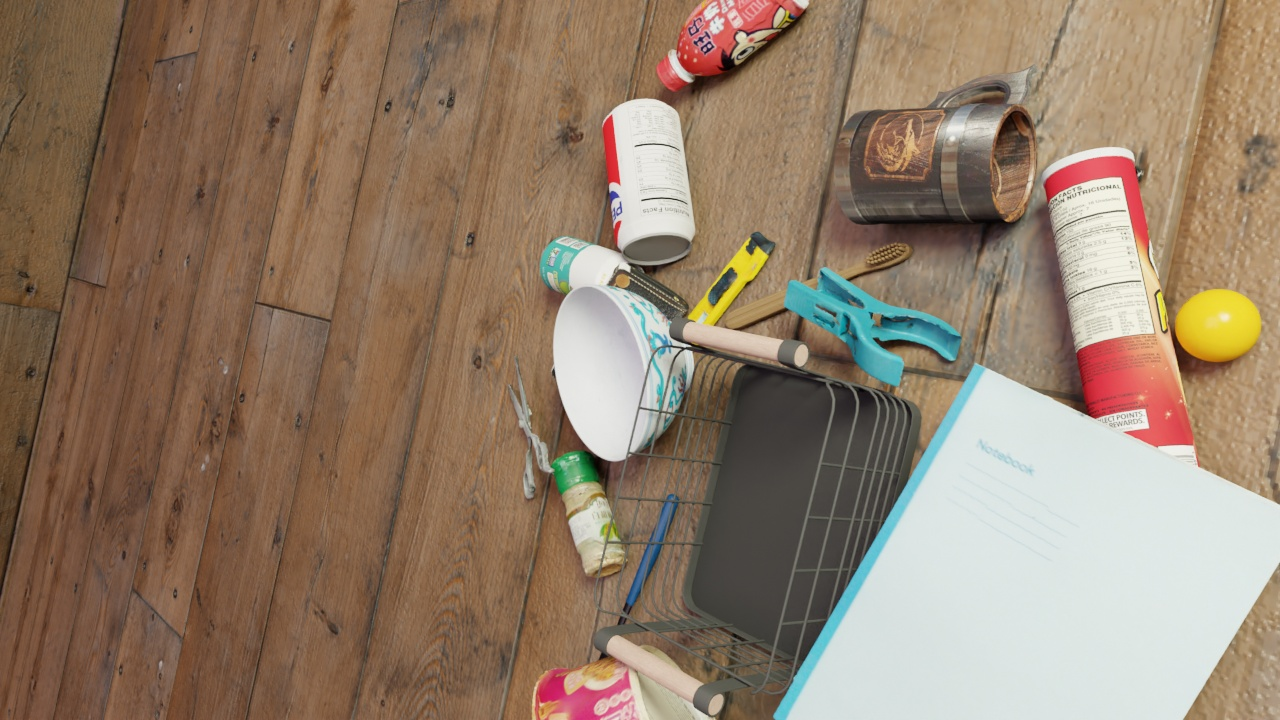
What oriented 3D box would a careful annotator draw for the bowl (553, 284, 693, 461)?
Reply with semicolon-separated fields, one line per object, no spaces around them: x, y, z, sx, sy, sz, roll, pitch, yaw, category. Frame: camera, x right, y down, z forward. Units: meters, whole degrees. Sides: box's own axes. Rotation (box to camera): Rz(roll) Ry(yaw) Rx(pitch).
-0.004;0.004;0.755;0.144;0.074;0.144;25;121;52;bowl

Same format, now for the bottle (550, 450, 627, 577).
-0.047;0.136;0.818;0.043;0.043;0.111;-39;57;31;bottle

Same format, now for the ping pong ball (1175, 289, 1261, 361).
0.318;-0.019;0.505;0.040;0.040;0.040;-11;74;42;ping pong ball

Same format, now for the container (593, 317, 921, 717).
0.075;0.105;0.648;0.163;0.130;0.241;15;92;44;container

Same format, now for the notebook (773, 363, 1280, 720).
0.202;0.149;0.509;0.181;0.009;0.253;31;96;38;notebook

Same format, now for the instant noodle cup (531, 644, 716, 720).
0.007;0.284;0.661;0.078;0.178;0.178;-35;57;9;instant noodle cup

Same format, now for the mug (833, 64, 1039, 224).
0.204;-0.147;0.620;0.107;0.080;0.115;9;71;43;mug

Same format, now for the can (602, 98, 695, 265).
0.007;-0.157;0.808;0.070;0.070;0.132;-21;67;39;can

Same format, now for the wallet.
-0.020;-0.020;0.812;0.123;0.072;0.019;-54;11;23;wallet

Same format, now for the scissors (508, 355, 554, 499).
-0.106;0.065;0.881;0.162;0.014;0.141;178;88;-70;scissors

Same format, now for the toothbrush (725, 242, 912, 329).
0.131;-0.056;0.708;0.167;0.016;0.016;-23;68;39;toothbrush

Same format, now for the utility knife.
0.058;-0.040;0.777;0.165;0.017;0.030;-55;41;24;utility knife

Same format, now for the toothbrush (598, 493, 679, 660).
-0.001;0.191;0.782;0.014;0.014;0.168;30;99;54;toothbrush

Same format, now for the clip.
0.175;-0.029;0.644;0.130;0.121;0.031;-114;17;-53;clip

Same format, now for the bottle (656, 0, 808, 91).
0.072;-0.280;0.779;0.138;0.061;0.062;-32;61;36;bottle

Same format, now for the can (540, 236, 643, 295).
-0.045;-0.080;0.853;0.102;0.054;0.055;24;98;43;can

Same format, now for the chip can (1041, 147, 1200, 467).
0.279;-0.014;0.533;0.052;0.051;0.214;-17;70;40;chip can
